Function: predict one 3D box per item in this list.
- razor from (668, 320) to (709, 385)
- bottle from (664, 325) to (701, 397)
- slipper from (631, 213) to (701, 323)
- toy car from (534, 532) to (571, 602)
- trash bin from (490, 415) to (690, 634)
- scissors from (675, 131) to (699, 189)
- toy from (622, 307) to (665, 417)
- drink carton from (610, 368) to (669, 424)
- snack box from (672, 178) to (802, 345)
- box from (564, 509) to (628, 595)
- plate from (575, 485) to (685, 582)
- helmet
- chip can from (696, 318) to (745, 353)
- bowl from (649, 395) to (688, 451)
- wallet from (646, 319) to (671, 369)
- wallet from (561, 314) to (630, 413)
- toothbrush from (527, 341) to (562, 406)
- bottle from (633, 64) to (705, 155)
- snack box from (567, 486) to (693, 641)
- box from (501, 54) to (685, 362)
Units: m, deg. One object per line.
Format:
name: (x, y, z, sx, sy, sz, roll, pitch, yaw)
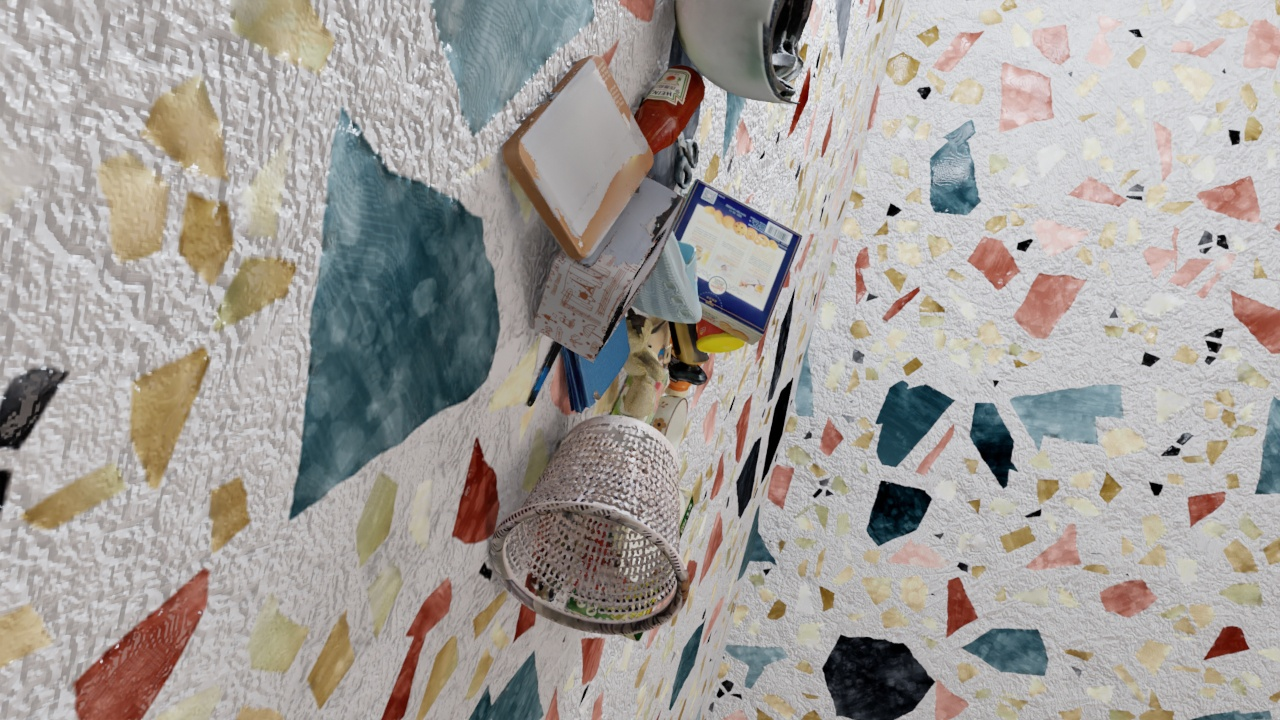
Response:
razor: (0.063, -0.035, 1.383, 0.067, 0.062, 0.168, -24, 127, -12)
bottle: (0.068, 0.008, 1.491, 0.066, 0.067, 0.150, -47, 156, -56)
slipper: (0.018, -0.129, 1.139, 0.245, 0.104, 0.074, 66, 41, -56)
toy car: (-0.112, 0.266, 1.191, 0.042, 0.035, 0.090, 117, -10, -72)
trash bin: (-0.041, 0.179, 1.085, 0.191, 0.227, 0.228, -73, 168, -49)
scissors: (0.052, -0.290, 1.235, 0.174, 0.014, 0.136, -29, 132, -66)
toy: (-0.007, 0.007, 1.238, 0.105, 0.066, 0.157, -119, -159, -53)
drink carton: (-0.004, 0.065, 1.320, 0.045, 0.053, 0.122, 77, 34, -59)
snack box: (0.121, -0.142, 1.312, 0.182, 0.178, 0.046, -65, -172, -22)
box: (-0.043, 0.226, 1.229, 0.091, 0.079, 0.168, 112, -7, -63)
plate: (-0.020, 0.225, 1.347, 0.164, 0.034, 0.163, 45, 60, -24)
helmet: (0.124, -0.433, 1.090, 0.230, 0.157, 0.273, 82, 19, -50)
chip can: (0.115, -0.123, 1.368, 0.073, 0.073, 0.216, 49, 38, -70)
bowl: (0.027, 0.104, 1.441, 0.113, 0.062, 0.113, 18, 89, -72)
wallet: (0.025, -0.002, 1.400, 0.087, 0.024, 0.115, -38, 136, -56)
wallet: (-0.054, -0.012, 1.122, 0.132, 0.040, 0.106, -53, 145, -49)
toothbrush: (-0.086, -0.031, 1.042, 0.189, 0.016, 0.014, -67, 154, -19)
bottle: (0.014, -0.269, 1.066, 0.060, 0.060, 0.205, 86, 27, -48)
snack box: (-0.011, 0.295, 1.405, 0.063, 0.114, 0.239, 78, 32, -62)
box: (-0.041, -0.145, 0.926, 0.274, 0.126, 0.178, 81, 30, -45)
